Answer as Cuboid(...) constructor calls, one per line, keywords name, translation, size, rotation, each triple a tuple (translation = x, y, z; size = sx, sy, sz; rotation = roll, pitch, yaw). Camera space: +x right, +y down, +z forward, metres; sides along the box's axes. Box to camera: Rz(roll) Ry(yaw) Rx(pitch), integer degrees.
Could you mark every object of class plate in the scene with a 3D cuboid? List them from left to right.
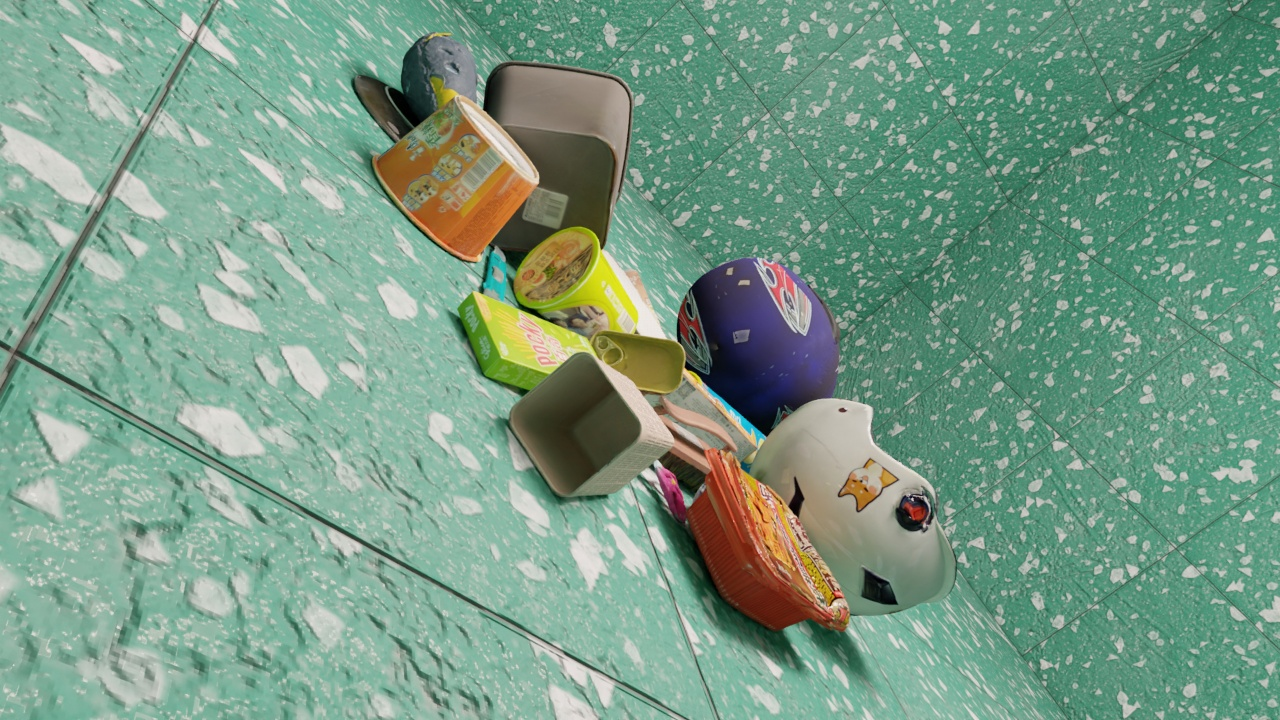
Cuboid(name="plate", translation=(-0.279, -0.290, 1.139), size=(0.179, 0.024, 0.179), rotation=(46, 12, -13))

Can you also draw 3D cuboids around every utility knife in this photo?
Cuboid(name="utility knife", translation=(-0.156, -0.095, 0.991), size=(0.029, 0.013, 0.181), rotation=(45, 12, -22))

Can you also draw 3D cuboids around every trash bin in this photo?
Cuboid(name="trash bin", translation=(-0.110, -0.241, 1.138), size=(0.199, 0.199, 0.219), rotation=(6, 31, -6))

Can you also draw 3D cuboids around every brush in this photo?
Cuboid(name="brush", translation=(0.044, 0.086, 0.999), size=(0.145, 0.073, 0.063), rotation=(36, 18, -41))

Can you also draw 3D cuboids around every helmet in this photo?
Cuboid(name="helmet", translation=(0.168, -0.040, 1.404), size=(0.315, 0.247, 0.240), rotation=(-104, 170, -52))
Cuboid(name="helmet", translation=(0.221, 0.189, 1.073), size=(0.274, 0.156, 0.231), rotation=(62, -24, 14))

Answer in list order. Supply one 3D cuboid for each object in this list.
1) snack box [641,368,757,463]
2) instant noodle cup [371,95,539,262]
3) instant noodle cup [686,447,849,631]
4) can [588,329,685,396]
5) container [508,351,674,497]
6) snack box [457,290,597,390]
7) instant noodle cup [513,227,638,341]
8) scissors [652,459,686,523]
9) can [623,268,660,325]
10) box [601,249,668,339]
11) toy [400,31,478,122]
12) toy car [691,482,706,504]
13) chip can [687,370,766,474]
Cuboid(name="snack box", translation=(0.063, 0.075, 1.097), size=(0.153, 0.075, 0.026), rotation=(45, 14, -18))
Cuboid(name="instant noodle cup", translation=(-0.185, -0.194, 0.958), size=(0.151, 0.111, 0.151), rotation=(46, 12, -13))
Cuboid(name="instant noodle cup", translation=(0.116, 0.187, 0.904), size=(0.189, 0.079, 0.164), rotation=(42, 17, -41))
Cuboid(name="can", translation=(-0.006, 0.006, 0.984), size=(0.102, 0.057, 0.083), rotation=(8, -7, 1))
Cuboid(name="container", translation=(-0.035, 0.058, 0.766), size=(0.090, 0.090, 0.111), rotation=(53, 9, 19))
Cuboid(name="snack box", translation=(-0.092, -0.005, 0.845), size=(0.156, 0.026, 0.085), rotation=(22, 30, -47))
Cuboid(name="instant noodle cup", translation=(-0.065, -0.070, 1.046), size=(0.123, 0.112, 0.111), rotation=(49, 8, -43))
Cuboid(name="scissors", translation=(0.014, 0.098, 0.922), size=(0.137, 0.017, 0.073), rotation=(61, 11, -13))
Cuboid(name="can", translation=(-0.010, -0.061, 1.239), size=(0.116, 0.059, 0.058), rotation=(67, 14, 5))
Cuboid(name="box", translation=(-0.039, -0.069, 1.170), size=(0.184, 0.061, 0.089), rotation=(55, 22, 14))
Cuboid(name="toy", translation=(-0.243, -0.341, 1.157), size=(0.138, 0.091, 0.355), rotation=(61, 8, -31))
Cuboid(name="toy car", translation=(0.083, 0.159, 0.988), size=(0.034, 0.043, 0.090), rotation=(23, -10, 39))
Cuboid(name="chip can", translation=(0.106, 0.094, 1.206), size=(0.210, 0.071, 0.071), rotation=(40, 15, -40))
